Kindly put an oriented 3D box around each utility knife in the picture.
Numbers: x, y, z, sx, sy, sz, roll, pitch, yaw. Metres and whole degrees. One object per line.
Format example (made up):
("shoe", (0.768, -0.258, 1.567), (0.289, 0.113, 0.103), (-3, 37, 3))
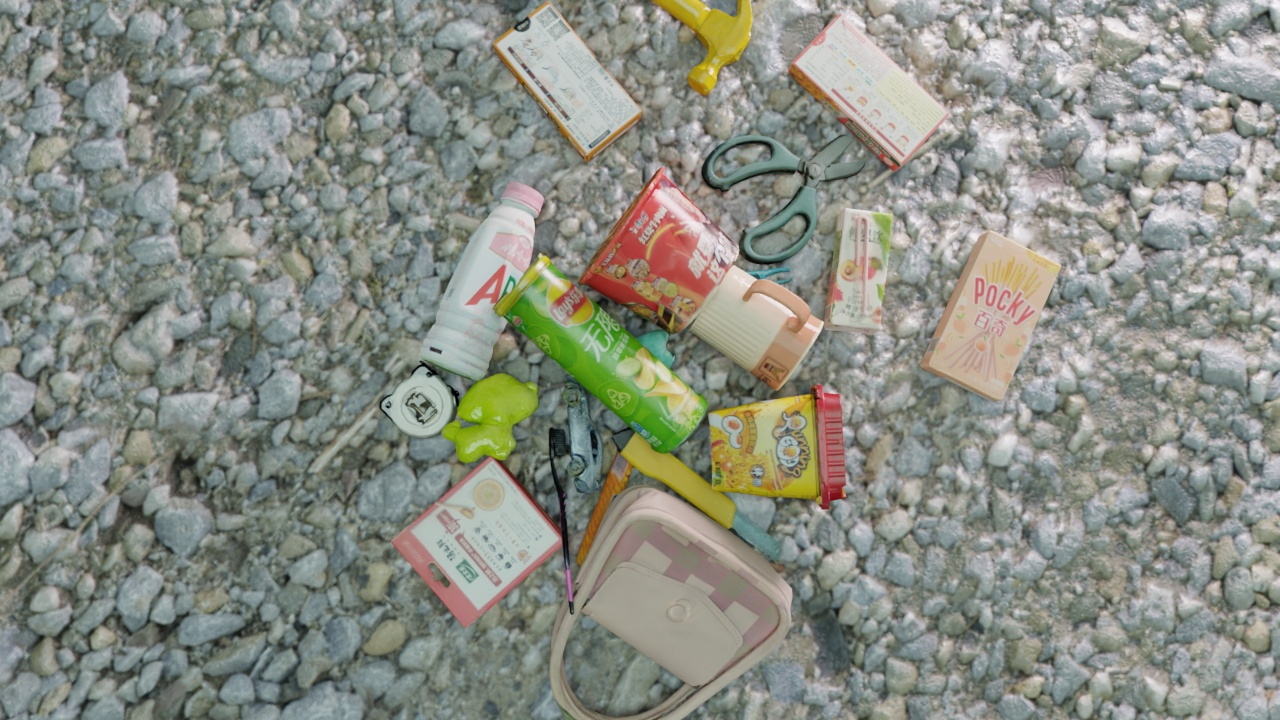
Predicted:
("utility knife", (0.059, 0.135, 0.917), (0.216, 0.015, 0.033), (38, 81, -8))

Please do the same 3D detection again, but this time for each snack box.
("snack box", (0.359, -0.046, 0.943), (0.084, 0.026, 0.157), (26, 86, 0))
("snack box", (0.237, -0.278, 0.954), (0.156, 0.027, 0.077), (44, 85, 1))
("snack box", (-0.156, 0.175, 0.899), (0.127, 0.044, 0.113), (-40, 89, -5))
("snack box", (-0.075, -0.286, 0.943), (0.075, 0.026, 0.153), (-40, 89, -5))

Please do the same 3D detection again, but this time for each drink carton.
("drink carton", (0.221, -0.091, 0.931), (0.053, 0.045, 0.122), (8, 85, -1))

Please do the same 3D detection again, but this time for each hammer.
("hammer", (-0.015, -0.408, 0.950), (0.301, 0.033, 0.128), (34, 85, 0))

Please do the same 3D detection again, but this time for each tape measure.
("tape measure", (-0.215, 0.044, 0.912), (0.066, 0.033, 0.065), (43, 87, 2))

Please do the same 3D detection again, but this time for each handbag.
("handbag", (0.010, 0.255, 0.878), (0.193, 0.093, 0.234), (36, 94, -7))

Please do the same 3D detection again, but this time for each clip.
("clip", (0.128, -0.084, 0.943), (0.057, 0.014, 0.047), (-8, 84, -4))

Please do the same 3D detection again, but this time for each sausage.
("sausage", (-0.029, 0.135, 0.918), (0.021, 0.021, 0.165), (22, 86, -1))

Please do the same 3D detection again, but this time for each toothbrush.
("toothbrush", (-0.073, 0.151, 0.886), (0.017, 0.014, 0.189), (-2, 62, -13))

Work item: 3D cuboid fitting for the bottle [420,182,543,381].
("bottle", (-0.151, -0.080, 0.907), (0.068, 0.068, 0.196), (22, 83, -1))

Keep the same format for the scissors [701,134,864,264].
("scissors", (0.141, -0.193, 0.949), (0.171, 0.019, 0.177), (44, 87, 2))

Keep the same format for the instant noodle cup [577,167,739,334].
("instant noodle cup", (0.022, -0.100, 0.885), (0.108, 0.138, 0.138), (35, 85, -8))

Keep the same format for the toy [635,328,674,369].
("toy", (-0.005, 0.005, 0.924), (0.092, 0.030, 0.096), (-25, 90, 0))

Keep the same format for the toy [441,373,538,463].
("toy", (-0.146, 0.053, 0.897), (0.096, 0.031, 0.100), (-5, 55, -7))

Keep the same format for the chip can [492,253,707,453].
("chip can", (-0.034, -0.002, 0.870), (0.221, 0.072, 0.072), (41, 85, -8))

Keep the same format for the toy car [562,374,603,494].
("toy car", (-0.057, 0.072, 0.905), (0.037, 0.054, 0.120), (-8, 85, 0))

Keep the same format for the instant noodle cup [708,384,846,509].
("instant noodle cup", (0.131, 0.084, 0.889), (0.124, 0.116, 0.116), (-3, 86, 9))

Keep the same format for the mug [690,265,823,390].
("mug", (0.117, -0.039, 0.891), (0.106, 0.115, 0.081), (34, 65, 3))
